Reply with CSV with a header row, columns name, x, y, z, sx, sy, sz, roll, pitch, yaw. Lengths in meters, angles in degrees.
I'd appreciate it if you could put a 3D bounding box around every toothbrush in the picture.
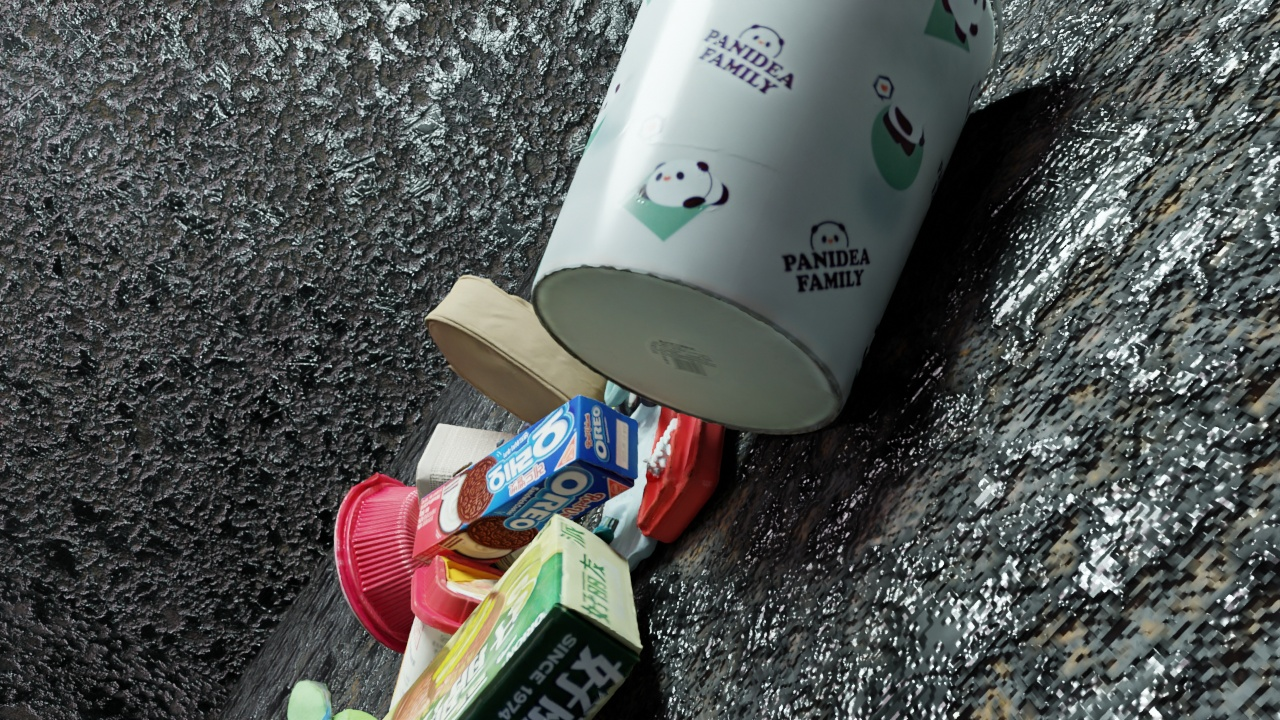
name,x,y,z,sx,sy,sz,roll,pitch,yaw
toothbrush,-0.043,0.145,0.661,0.018,0.016,0.192,-62,1,-30

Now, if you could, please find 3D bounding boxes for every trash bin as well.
name,x,y,z,sx,sy,sz,roll,pitch,yaw
trash bin,0.067,-0.108,0.547,0.230,0.229,0.251,-26,37,64

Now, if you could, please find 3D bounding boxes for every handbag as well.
name,x,y,z,sx,sy,sz,roll,pitch,yaw
handbag,-0.113,0.000,0.928,0.099,0.204,0.148,-53,-6,-24

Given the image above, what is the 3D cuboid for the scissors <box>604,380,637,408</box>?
name,x,y,z,sx,sy,sz,roll,pitch,yaw
scissors,-0.008,0.012,0.763,0.140,0.019,0.179,-59,10,25

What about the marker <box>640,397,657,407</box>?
name,x,y,z,sx,sy,sz,roll,pitch,yaw
marker,0.021,-0.009,0.703,0.023,0.018,0.130,-46,14,34

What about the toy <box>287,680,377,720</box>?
name,x,y,z,sx,sy,sz,roll,pitch,yaw
toy,-0.231,0.364,0.670,0.227,0.090,0.247,-129,51,-70

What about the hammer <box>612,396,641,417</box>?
name,x,y,z,sx,sy,sz,roll,pitch,yaw
hammer,0.021,-0.011,0.851,0.323,0.032,0.126,-58,14,-5

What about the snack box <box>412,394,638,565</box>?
name,x,y,z,sx,sy,sz,roll,pitch,yaw
snack box,-0.090,0.098,0.686,0.208,0.057,0.058,-33,41,35

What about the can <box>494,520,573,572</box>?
name,x,y,z,sx,sy,sz,roll,pitch,yaw
can,-0.101,0.144,0.812,0.075,0.075,0.111,-57,14,-3

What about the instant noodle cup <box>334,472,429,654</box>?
name,x,y,z,sx,sy,sz,roll,pitch,yaw
instant noodle cup,-0.235,0.205,0.970,0.066,0.194,0.193,-22,26,18

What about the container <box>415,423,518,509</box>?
name,x,y,z,sx,sy,sz,roll,pitch,yaw
container,-0.160,0.126,0.939,0.089,0.111,0.090,-78,-8,-58

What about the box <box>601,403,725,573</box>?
name,x,y,z,sx,sy,sz,roll,pitch,yaw
box,0.017,0.067,0.683,0.158,0.038,0.200,-58,11,35

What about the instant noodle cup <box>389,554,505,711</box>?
name,x,y,z,sx,sy,sz,roll,pitch,yaw
instant noodle cup,-0.125,0.222,0.666,0.124,0.116,0.116,-68,14,-1

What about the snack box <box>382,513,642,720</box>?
name,x,y,z,sx,sy,sz,roll,pitch,yaw
snack box,-0.098,0.215,0.550,0.240,0.063,0.114,-50,14,10
